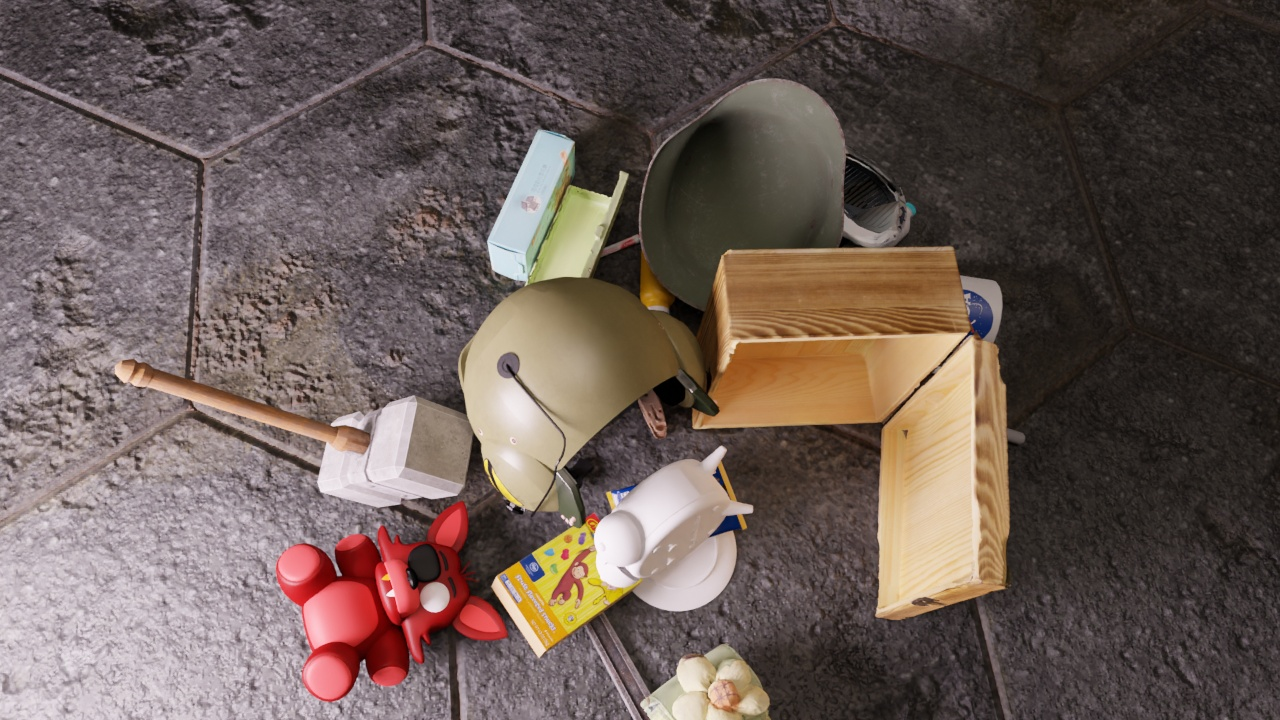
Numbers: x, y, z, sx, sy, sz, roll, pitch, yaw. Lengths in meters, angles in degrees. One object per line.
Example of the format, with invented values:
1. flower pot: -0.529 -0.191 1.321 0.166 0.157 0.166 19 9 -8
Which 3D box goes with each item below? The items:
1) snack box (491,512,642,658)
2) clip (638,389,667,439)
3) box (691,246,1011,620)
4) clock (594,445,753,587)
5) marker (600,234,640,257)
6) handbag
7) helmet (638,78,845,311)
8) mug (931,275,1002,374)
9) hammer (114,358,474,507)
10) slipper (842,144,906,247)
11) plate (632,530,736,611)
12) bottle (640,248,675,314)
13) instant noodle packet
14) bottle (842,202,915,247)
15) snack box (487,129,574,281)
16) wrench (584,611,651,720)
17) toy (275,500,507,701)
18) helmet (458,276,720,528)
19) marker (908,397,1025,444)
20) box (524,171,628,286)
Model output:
1. snack box: -0.077 0.234 0.961 0.125 0.040 0.088 -29 74 -29
2. clip: 0.016 0.064 1.067 0.025 0.049 0.061 -20 31 -10
3. box: 0.219 0.091 0.933 0.286 0.280 0.335 -3 67 -5
4. clock: 0.030 0.166 0.922 0.160 0.125 0.073 -31 64 -18
5. marker: -0.061 -0.128 1.140 0.142 0.013 0.012 -23 72 -13
6. handbag: 0.095 0.369 0.894 0.113 0.117 0.186 -26 71 -28
7. helmet: 0.128 -0.195 1.083 0.227 0.153 0.268 27 107 1
8. mug: 0.367 -0.042 1.101 0.090 0.091 0.121 8 103 -1
9. hammer: -0.335 0.059 0.878 0.317 0.163 0.082 26 61 -40
10. slipper: 0.236 -0.227 1.174 0.111 0.063 0.264 -35 62 -15
11. plate: 0.040 0.207 1.015 0.134 0.011 0.134 1 69 -3
12. bottle: 0.022 -0.113 1.122 0.043 0.043 0.143 3 68 -3
13. instant noodle packet: 0.040 0.165 1.010 0.134 0.026 0.087 -18 74 -10
14. bottle: 0.297 -0.152 1.155 0.136 0.044 0.044 -41 77 -17
15. snack box: -0.131 -0.190 1.125 0.053 0.075 0.174 18 68 4
16. wrench: -0.012 0.337 0.962 0.070 0.010 0.273 -28 73 -14
17. toy: -0.252 0.241 0.932 0.197 0.121 0.158 -16 68 -19
18. helmet: -0.067 0.030 0.935 0.249 0.256 0.233 -38 78 -17
19. marker: 0.386 0.072 1.089 0.140 0.016 0.016 18 68 3
20. box: -0.082 -0.138 1.092 0.082 0.098 0.187 18 64 3
